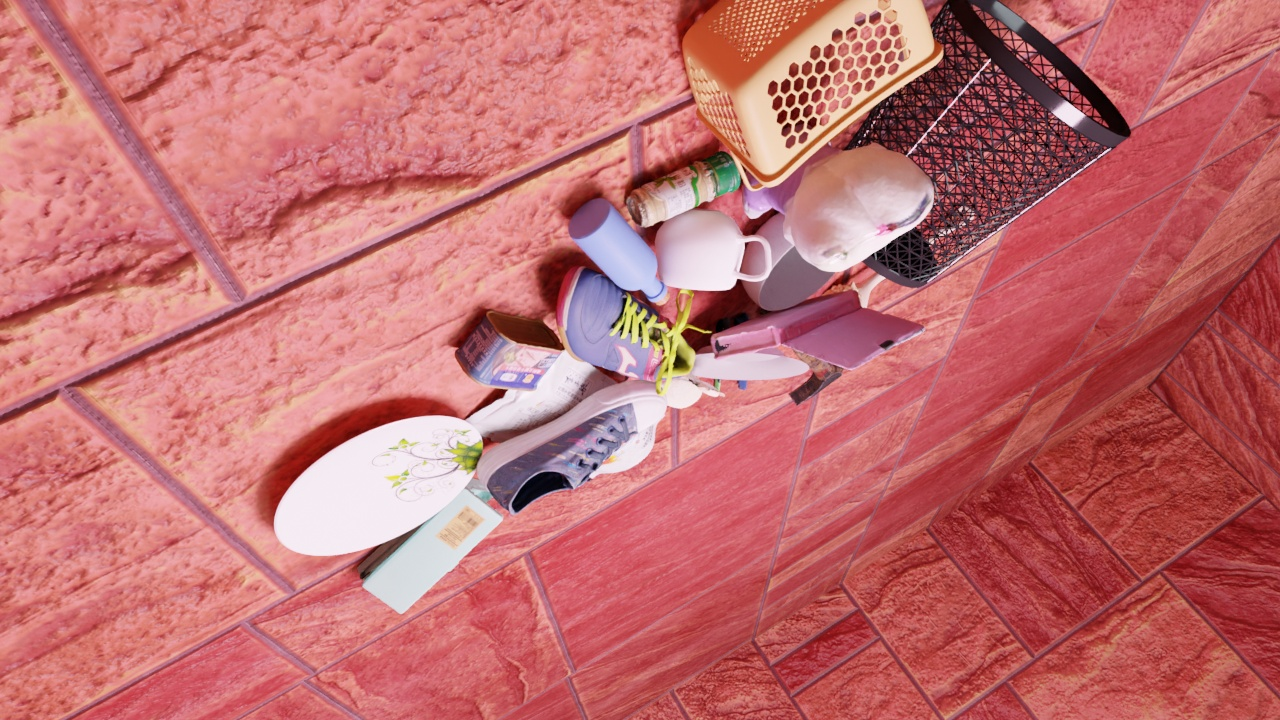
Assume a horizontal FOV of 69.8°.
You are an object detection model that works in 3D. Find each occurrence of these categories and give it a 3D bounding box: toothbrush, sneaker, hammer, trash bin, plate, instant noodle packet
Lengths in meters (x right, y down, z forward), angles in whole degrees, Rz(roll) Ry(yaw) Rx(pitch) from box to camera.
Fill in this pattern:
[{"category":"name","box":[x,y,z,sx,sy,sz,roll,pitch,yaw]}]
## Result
[{"category":"toothbrush","box":[0.137,-0.009,1.250,0.017,0.016,0.190,-23,151,-7]},{"category":"toothbrush","box":[0.108,-0.002,1.229,0.017,0.014,0.188,-35,153,-18]},{"category":"sneaker","box":[-0.067,0.104,1.046,0.235,0.079,0.087,-26,143,-10]},{"category":"hammer","box":[0.229,-0.014,1.328,0.120,0.033,0.330,-39,151,9]},{"category":"trash bin","box":[0.325,-0.216,0.953,0.216,0.217,0.244,-5,146,-44]},{"category":"plate","box":[-0.279,0.126,0.980,0.229,0.030,0.230,-27,151,-17]},{"category":"sneaker","box":[-0.005,-0.036,0.960,0.241,0.091,0.116,34,73,-63]},{"category":"instant noodle packet","box":[-0.079,0.074,1.103,0.147,0.057,0.269,-42,147,10]},{"category":"plate","box":[0.126,0.000,1.163,0.173,0.019,0.173,2,168,0]}]

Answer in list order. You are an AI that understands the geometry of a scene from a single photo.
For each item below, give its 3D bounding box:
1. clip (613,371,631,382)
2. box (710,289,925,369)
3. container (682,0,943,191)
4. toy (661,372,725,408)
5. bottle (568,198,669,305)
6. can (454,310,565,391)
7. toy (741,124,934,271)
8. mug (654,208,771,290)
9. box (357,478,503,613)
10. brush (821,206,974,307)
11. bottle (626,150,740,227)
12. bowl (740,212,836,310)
[{"category":"clip","box":[-0.005,0.008,1.114,0.057,0.022,0.035,-34,155,7]},{"category":"box","box":[0.211,-0.041,1.068,0.232,0.180,0.055,-21,112,-53]},{"category":"container","box":[0.143,-0.243,0.777,0.183,0.129,0.167,-38,145,3]},{"category":"toy","box":[0.051,0.037,1.182,0.112,0.050,0.087,-18,156,19]},{"category":"bottle","box":[-0.013,-0.096,0.875,0.048,0.048,0.131,-40,132,7]},{"category":"can","box":[-0.128,-0.010,0.917,0.059,0.054,0.099,-50,150,20]},{"category":"toy","box":[0.179,-0.166,0.873,0.137,0.209,0.085,-40,125,2]},{"category":"mug","box":[0.074,-0.111,0.918,0.090,0.124,0.076,-18,115,-58]},{"category":"box","box":[-0.252,0.229,1.118,0.189,0.079,0.077,-41,150,10]},{"category":"brush","box":[0.355,-0.131,1.272,0.272,0.062,0.077,-38,157,-4]},{"category":"bottle","box":[0.041,-0.163,0.881,0.109,0.042,0.043,-26,150,-16]},{"category":"bowl","box":[0.171,-0.125,1.055,0.131,0.064,0.132,-27,151,-17]}]
